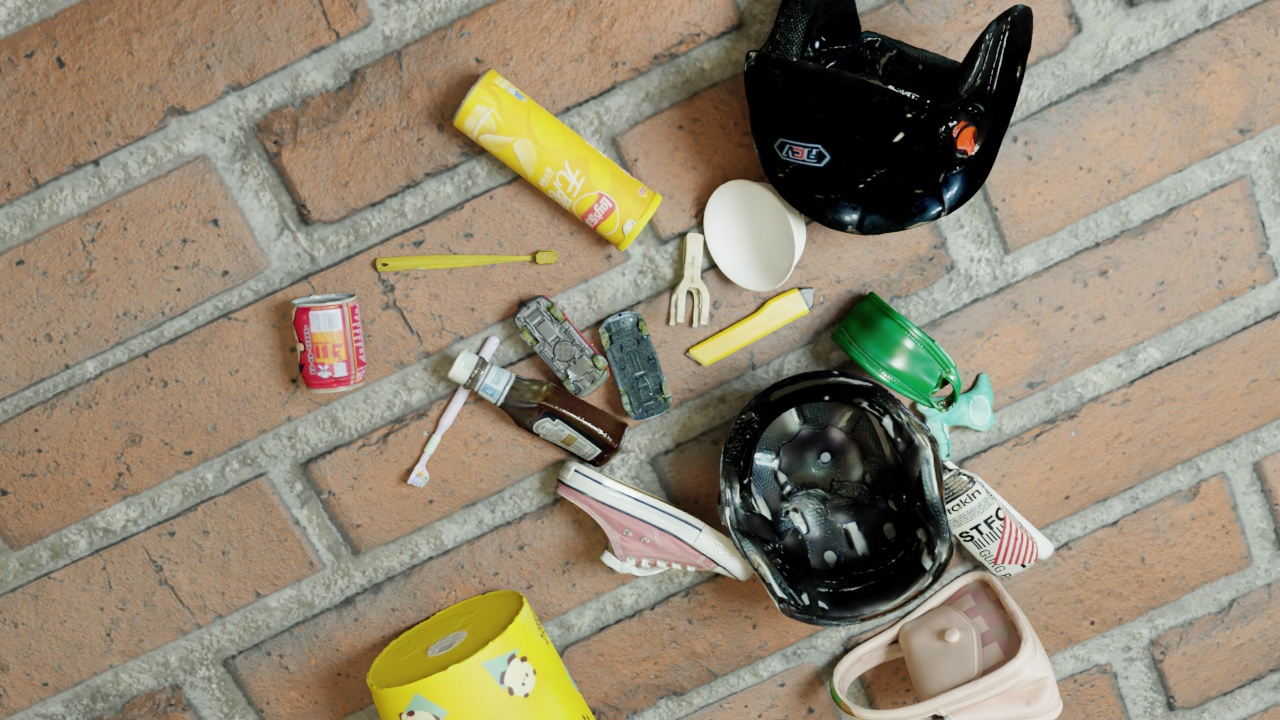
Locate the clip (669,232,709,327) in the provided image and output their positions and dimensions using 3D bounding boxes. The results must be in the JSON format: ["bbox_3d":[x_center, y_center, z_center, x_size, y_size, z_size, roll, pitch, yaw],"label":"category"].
[{"bbox_3d":[0.055,-0.077,0.965,0.035,0.095,0.102,6,113,-6],"label":"clip"}]

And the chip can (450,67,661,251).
[{"bbox_3d":[-0.083,-0.200,0.922,0.213,0.072,0.072,36,98,-10],"label":"chip can"}]

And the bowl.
[{"bbox_3d":[0.130,-0.138,0.949,0.064,0.118,0.118,-31,108,-38],"label":"bowl"}]

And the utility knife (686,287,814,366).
[{"bbox_3d":[0.122,-0.038,1.004,0.156,0.015,0.033,-28,98,3],"label":"utility knife"}]

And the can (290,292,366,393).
[{"bbox_3d":[-0.321,-0.018,0.947,0.066,0.066,0.094,-4,103,-4],"label":"can"}]

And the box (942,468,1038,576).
[{"bbox_3d":[0.388,0.187,1.043,0.164,0.052,0.069,42,101,-12],"label":"box"}]

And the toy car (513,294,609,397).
[{"bbox_3d":[-0.083,-0.016,0.977,0.053,0.045,0.120,-38,98,7],"label":"toy car"}]

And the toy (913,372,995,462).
[{"bbox_3d":[0.356,0.065,1.037,0.092,0.030,0.096,-5,83,0],"label":"toy"}]

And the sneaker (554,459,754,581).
[{"bbox_3d":[0.009,0.195,1.005,0.241,0.118,0.088,26,85,-2],"label":"sneaker"}]

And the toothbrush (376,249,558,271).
[{"bbox_3d":[-0.181,-0.105,0.963,0.190,0.016,0.016,-3,100,-4],"label":"toothbrush"}]

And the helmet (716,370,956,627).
[{"bbox_3d":[0.201,0.134,0.980,0.230,0.156,0.274,-25,95,7],"label":"helmet"}]

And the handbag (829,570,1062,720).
[{"bbox_3d":[0.328,0.344,1.032,0.234,0.193,0.093,-23,102,11],"label":"handbag"}]

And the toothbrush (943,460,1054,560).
[{"bbox_3d":[0.399,0.158,1.066,0.221,0.027,0.026,41,57,-12],"label":"toothbrush"}]

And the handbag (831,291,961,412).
[{"bbox_3d":[0.271,-0.007,0.965,0.120,0.131,0.068,37,102,-15],"label":"handbag"}]

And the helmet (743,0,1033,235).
[{"bbox_3d":[0.215,-0.227,0.847,0.273,0.234,0.231,-22,127,-40],"label":"helmet"}]

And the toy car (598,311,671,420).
[{"bbox_3d":[-0.006,0.006,0.995,0.054,0.037,0.120,-19,94,0],"label":"toy car"}]

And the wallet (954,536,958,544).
[{"bbox_3d":[0.319,0.207,1.077,0.101,0.020,0.115,31,96,-10],"label":"wallet"}]

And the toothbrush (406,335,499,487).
[{"bbox_3d":[-0.202,0.055,0.998,0.021,0.029,0.189,34,99,27],"label":"toothbrush"}]

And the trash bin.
[{"bbox_3d":[-0.155,0.406,0.989,0.229,0.229,0.255,-23,98,1],"label":"trash bin"}]

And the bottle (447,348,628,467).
[{"bbox_3d":[-0.111,0.048,0.975,0.195,0.080,0.043,29,56,-12],"label":"bottle"}]
